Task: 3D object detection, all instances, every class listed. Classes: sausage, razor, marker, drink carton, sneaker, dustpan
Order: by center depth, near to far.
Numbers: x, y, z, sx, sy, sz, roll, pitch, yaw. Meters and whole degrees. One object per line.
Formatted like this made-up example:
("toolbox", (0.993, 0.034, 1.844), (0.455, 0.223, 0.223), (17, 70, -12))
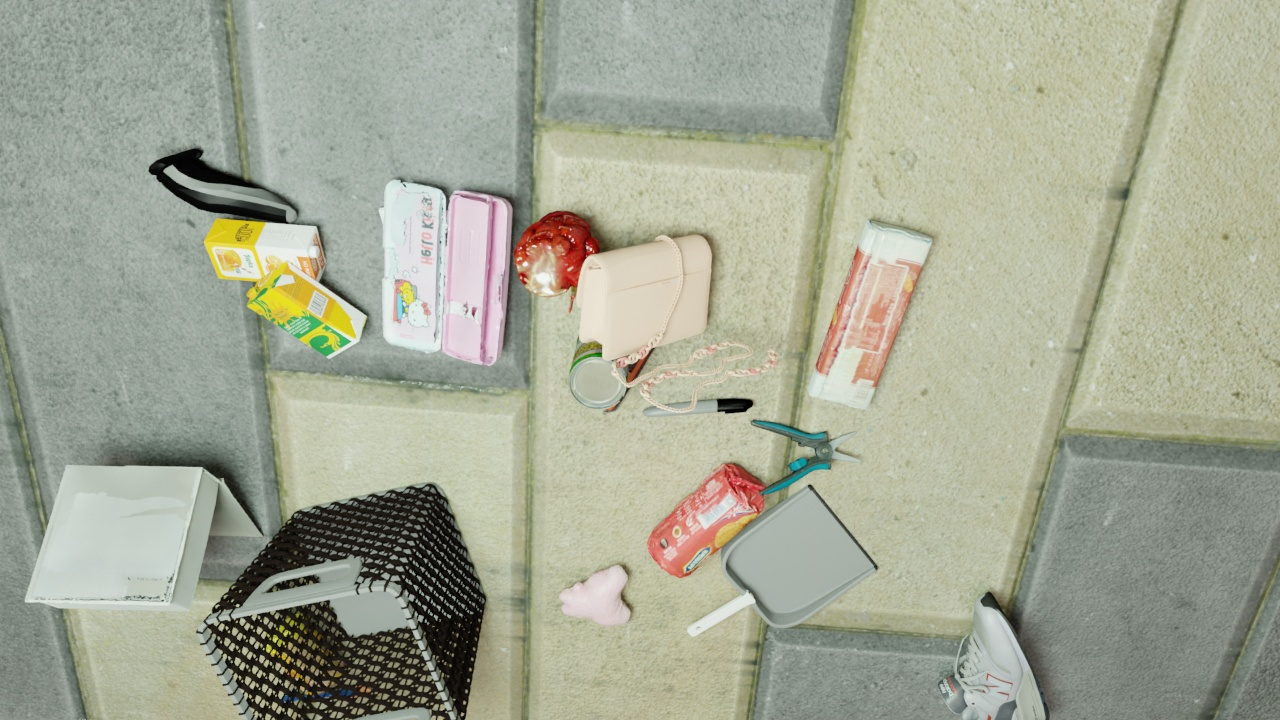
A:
("razor", (-0.469, -0.189, 1.040), (0.156, 0.057, 0.060), (27, 80, -9))
("drink carton", (-0.428, -0.124, 1.059), (0.122, 0.040, 0.059), (5, 140, 0))
("drink carton", (-0.389, -0.059, 1.068), (0.058, 0.041, 0.122), (-24, 134, 31))
("sausage", (-0.007, 0.007, 1.125), (0.020, 0.020, 0.155), (27, 112, -10))
("marker", (0.071, 0.061, 1.144), (0.139, 0.022, 0.016), (-5, 128, 4))
("dustpan", (0.169, 0.297, 1.238), (0.258, 0.033, 0.163), (-35, 108, 16))
("sneaker", (0.468, 0.431, 1.256), (0.124, 0.088, 0.240), (-26, 114, 9))

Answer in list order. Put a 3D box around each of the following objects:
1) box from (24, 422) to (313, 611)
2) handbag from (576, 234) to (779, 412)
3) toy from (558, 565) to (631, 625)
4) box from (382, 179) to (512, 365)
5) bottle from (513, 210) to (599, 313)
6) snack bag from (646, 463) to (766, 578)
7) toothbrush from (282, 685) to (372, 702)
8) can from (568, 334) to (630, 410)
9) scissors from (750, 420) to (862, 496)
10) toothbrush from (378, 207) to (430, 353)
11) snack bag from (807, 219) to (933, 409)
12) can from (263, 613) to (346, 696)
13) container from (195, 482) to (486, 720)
("box", (-0.595, 0.173, 1.214), (0.167, 0.445, 0.165), (2, 104, 1))
("handbag", (0.051, -0.055, 0.991), (0.198, 0.187, 0.117), (-17, 127, -36))
("toy", (-0.062, 0.323, 1.246), (0.096, 0.052, 0.099), (-6, 118, -3))
("box", (-0.224, -0.101, 1.062), (0.154, 0.041, 0.201), (14, 112, 15))
("bottle", (-0.087, -0.115, 1.024), (0.099, 0.111, 0.099), (1, 113, 2))
("snack bag", (0.083, 0.205, 1.180), (0.082, 0.082, 0.177), (41, 109, -15))
("toothbrush", (-0.462, 0.493, 1.359), (0.135, 0.017, 0.021), (-5, 117, 2))
("can", (-0.046, 0.002, 1.068), (0.067, 0.120, 0.067), (1, 114, 2))
("scissors", (0.198, 0.109, 1.154), (0.148, 0.019, 0.118), (-31, 86, -7))
("toothbrush", (-0.278, -0.094, 1.095), (0.017, 0.012, 0.187), (-3, 114, 18))
("snack bag", (0.266, -0.052, 1.079), (0.077, 0.041, 0.225), (13, 112, -4))
("can", (-0.474, 0.416, 1.295), (0.068, 0.067, 0.105), (-27, 110, 13))
("container", (-0.346, 0.324, 1.153), (0.247, 0.243, 0.246), (-13, 113, 7))
